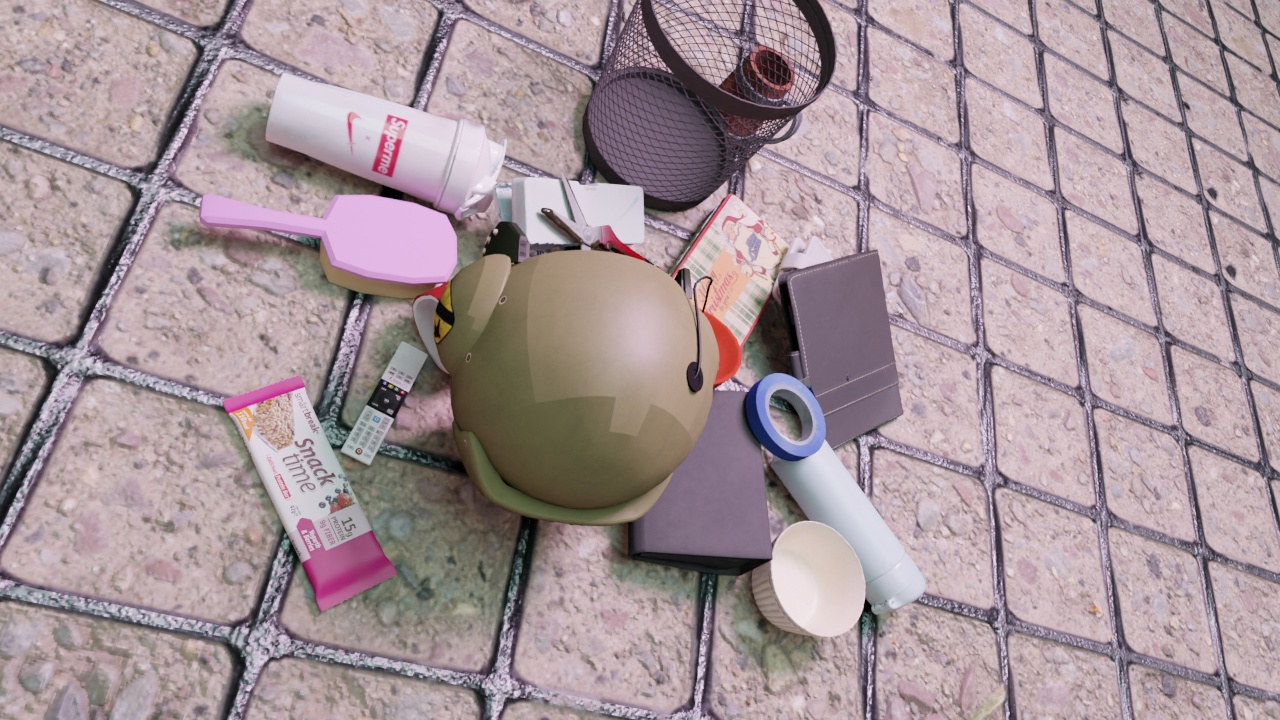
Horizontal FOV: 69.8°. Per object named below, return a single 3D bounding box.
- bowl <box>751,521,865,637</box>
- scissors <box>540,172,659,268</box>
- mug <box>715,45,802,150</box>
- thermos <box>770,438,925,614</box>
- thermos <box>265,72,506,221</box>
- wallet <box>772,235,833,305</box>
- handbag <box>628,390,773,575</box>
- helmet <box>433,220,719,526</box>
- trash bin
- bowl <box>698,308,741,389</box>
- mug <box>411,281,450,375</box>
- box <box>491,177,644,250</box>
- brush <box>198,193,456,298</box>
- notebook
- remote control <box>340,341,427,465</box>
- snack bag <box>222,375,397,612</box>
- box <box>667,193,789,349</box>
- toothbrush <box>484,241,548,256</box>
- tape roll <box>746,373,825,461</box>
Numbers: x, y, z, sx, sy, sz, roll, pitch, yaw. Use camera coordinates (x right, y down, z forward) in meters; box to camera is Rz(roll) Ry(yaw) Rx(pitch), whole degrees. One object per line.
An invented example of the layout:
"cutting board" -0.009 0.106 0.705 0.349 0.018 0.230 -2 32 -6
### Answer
"bowl" 0.164 0.228 0.936 0.115 0.063 0.115 12 62 -24
"scissors" -0.037 -0.098 0.960 0.198 0.015 0.179 -2 91 -54
"mug" 0.146 -0.319 1.158 0.081 0.111 0.117 -27 82 -36
"thermos" 0.226 0.177 0.994 0.077 0.065 0.207 -32 85 -45
"thermos" -0.248 -0.210 0.905 0.220 0.100 0.099 15 60 -17
"wallet" 0.201 -0.072 1.090 0.118 0.038 0.115 43 61 -39
"handbag" 0.020 0.114 0.913 0.195 0.072 0.175 8 62 -20
"helmet" -0.058 0.023 0.779 0.250 0.256 0.232 12 59 -23
"trash bin" 0.062 -0.306 1.025 0.217 0.228 0.217 10 65 -21
"bowl" 0.041 -0.008 0.943 0.122 0.035 0.121 11 42 -11
"mug" -0.147 -0.028 0.880 0.096 0.081 0.116 -31 107 -36
"box" -0.066 -0.152 0.963 0.198 0.067 0.083 -13 77 -53
"brush" -0.289 -0.114 0.860 0.228 0.043 0.089 7 64 -26
"notebook" 0.236 -0.013 1.068 0.169 0.029 0.209 -18 98 -34
"remote control" -0.233 0.038 0.838 0.028 0.012 0.124 30 56 -14
"snack bag" -0.279 0.108 0.776 0.070 0.016 0.196 -22 79 -36
"box" 0.095 -0.092 1.061 0.117 0.050 0.204 39 55 -6
"toothbrush" -0.078 -0.106 0.992 0.186 0.015 0.016 9 68 -26
"tape roll" 0.151 0.058 0.950 0.092 0.016 0.091 0 67 -36
